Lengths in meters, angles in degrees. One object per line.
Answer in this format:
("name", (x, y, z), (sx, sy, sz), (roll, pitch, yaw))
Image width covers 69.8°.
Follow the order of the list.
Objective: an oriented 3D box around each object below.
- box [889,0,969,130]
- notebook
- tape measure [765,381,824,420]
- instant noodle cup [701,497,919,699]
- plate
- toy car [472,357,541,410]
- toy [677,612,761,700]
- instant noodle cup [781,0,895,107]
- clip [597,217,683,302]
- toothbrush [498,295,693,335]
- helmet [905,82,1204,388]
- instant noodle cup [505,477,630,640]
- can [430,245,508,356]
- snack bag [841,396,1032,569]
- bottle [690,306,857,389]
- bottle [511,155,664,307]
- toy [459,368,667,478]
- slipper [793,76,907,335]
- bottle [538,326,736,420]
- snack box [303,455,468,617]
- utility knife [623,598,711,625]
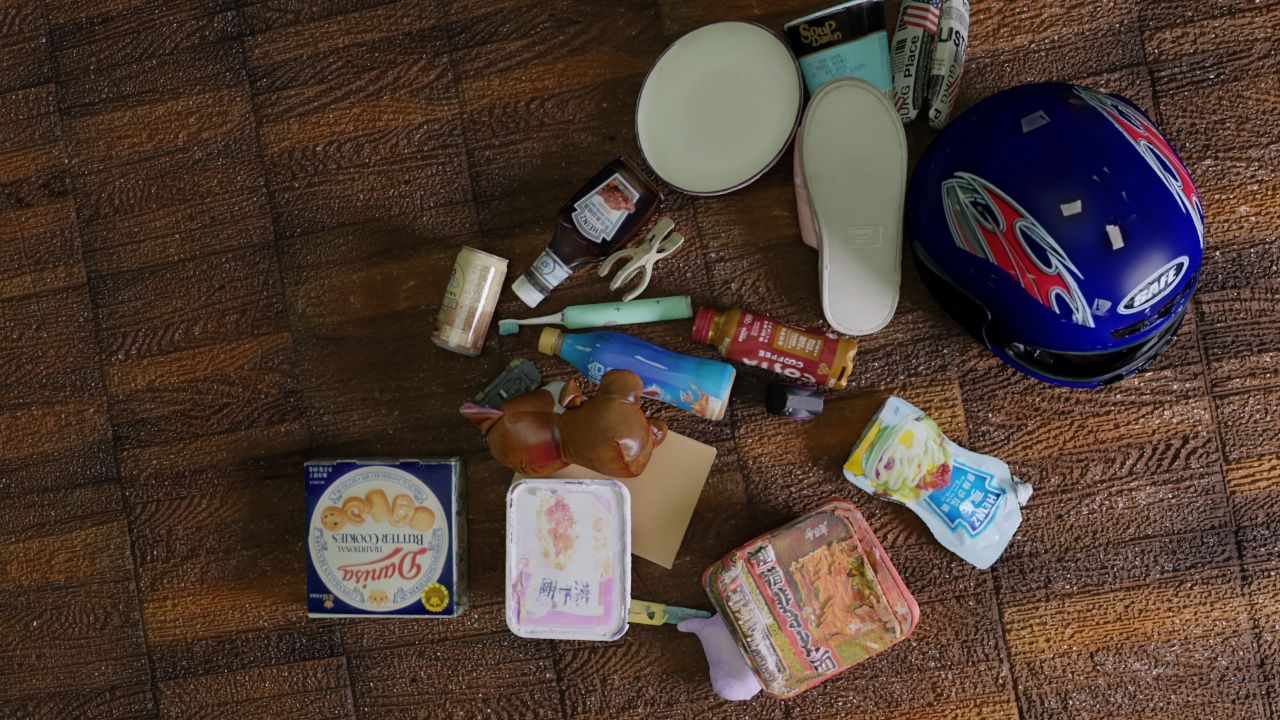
("box", (0.299, -0.332, 0.982), (0.087, 0.076, 0.163), (12, 95, 26))
("notebook", (-0.035, 0.131, 1.047), (0.208, 0.008, 0.148), (21, 93, 7))
("tape measure", (0.165, 0.045, 0.997), (0.057, 0.058, 0.039), (6, 93, -15))
("instant noodle cup", (0.181, 0.249, 0.985), (0.189, 0.079, 0.164), (-29, 87, 7))
("plate", (0.087, -0.270, 0.995), (0.193, 0.039, 0.192), (-3, 83, 27))
("toy car", (-0.152, 0.037, 1.047), (0.091, 0.036, 0.043), (-43, 84, 6))
("toy", (0.096, 0.325, 1.015), (0.084, 0.039, 0.108), (-20, 87, -3))
("instant noodle cup", (0.215, -0.308, 0.966), (0.111, 0.111, 0.120), (-15, 105, 7))
("clip", (0.005, -0.107, 1.032), (0.104, 0.082, 0.034), (-35, 51, -15))
("toothbrush", (-0.052, -0.051, 1.039), (0.224, 0.026, 0.027), (-5, 73, 7))
("helmet", (0.404, -0.113, 0.875), (0.247, 0.240, 0.315), (-39, 87, 5))
("instant noodle cup", (-0.076, 0.215, 1.016), (0.138, 0.060, 0.173), (0, 89, 8))
("can", (-0.193, -0.067, 1.040), (0.058, 0.058, 0.116), (19, 92, 6))
("snack bag", (0.322, 0.131, 0.990), (0.191, 0.039, 0.110), (34, 83, 5))
("bottle", (0.143, -0.018, 1.000), (0.175, 0.057, 0.057), (16, 92, 7))
("bottle", (-0.065, -0.139, 1.032), (0.195, 0.044, 0.080), (-44, 84, 6))
("toy", (-0.081, 0.069, 0.988), (0.200, 0.130, 0.140), (-12, 133, 18))
("slipper", (0.223, -0.158, 0.965), (0.114, 0.054, 0.275), (-7, 113, 9))
("bottle", (-0.006, 0.006, 1.015), (0.219, 0.065, 0.065), (17, 92, 7))
("snack box", (-0.293, 0.203, 1.061), (0.178, 0.045, 0.182), (-2, 89, 8))
("utility knife", (-0.019, 0.281, 1.045), (0.198, 0.021, 0.031), (6, 97, 3))
